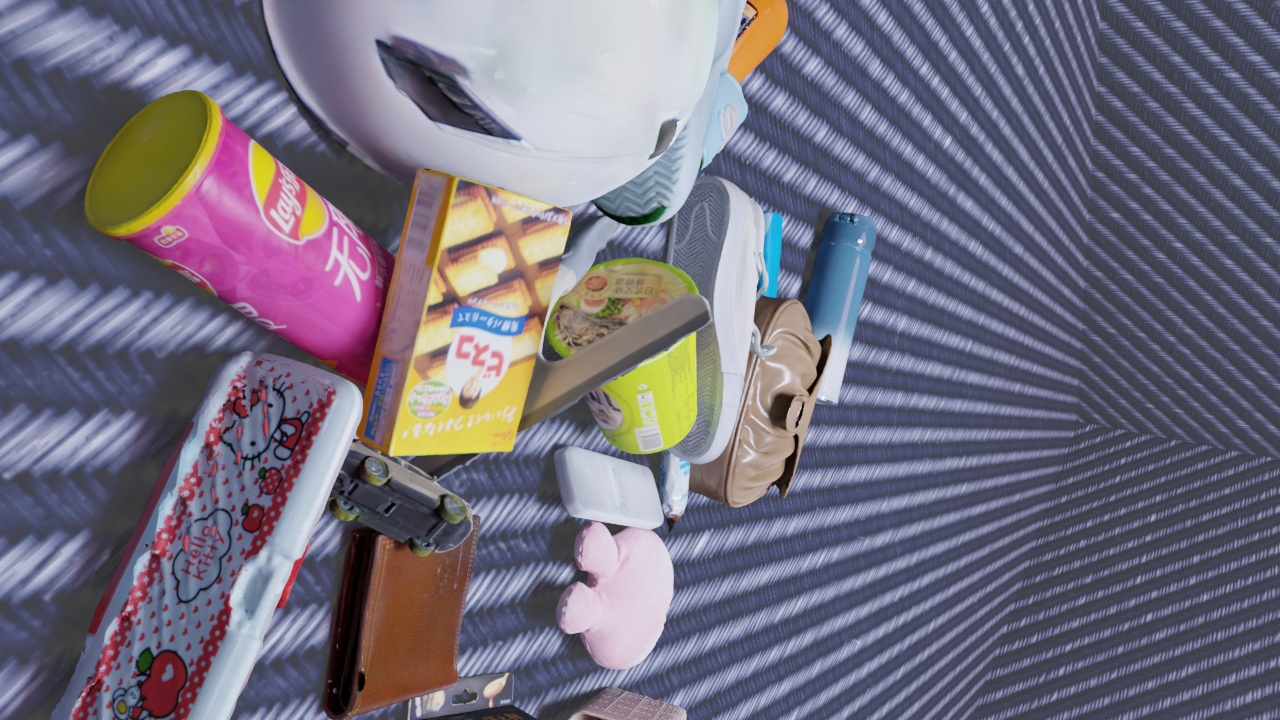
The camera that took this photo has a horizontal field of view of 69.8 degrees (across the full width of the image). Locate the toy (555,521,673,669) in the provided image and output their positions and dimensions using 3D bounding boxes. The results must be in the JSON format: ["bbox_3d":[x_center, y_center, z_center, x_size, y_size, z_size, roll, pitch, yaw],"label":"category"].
[{"bbox_3d":[-0.021,0.190,0.762,0.159,0.054,0.121,47,54,-53],"label":"toy"}]

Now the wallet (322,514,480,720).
[{"bbox_3d":[-0.146,0.159,0.583,0.101,0.032,0.124,3,99,-60],"label":"wallet"}]

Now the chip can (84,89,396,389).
[{"bbox_3d":[-0.159,-0.038,0.461,0.210,0.071,0.071,46,62,-52],"label":"chip can"}]

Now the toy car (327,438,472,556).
[{"bbox_3d":[-0.139,0.079,0.530,0.090,0.042,0.035,34,28,-21],"label":"toy car"}]

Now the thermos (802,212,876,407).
[{"bbox_3d":[0.216,-0.060,1.035,0.070,0.070,0.220,23,81,-57],"label":"thermos"}]

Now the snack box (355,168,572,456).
[{"bbox_3d":[-0.089,-0.021,0.475,0.086,0.034,0.140,6,104,-54],"label":"snack box"}]

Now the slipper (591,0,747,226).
[{"bbox_3d":[0.029,-0.195,0.670,0.074,0.104,0.244,40,58,-41],"label":"slipper"}]

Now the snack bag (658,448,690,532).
[{"bbox_3d":[0.031,0.101,0.830,0.048,0.026,0.104,-115,-154,-76],"label":"snack bag"}]

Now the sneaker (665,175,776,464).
[{"bbox_3d":[0.066,-0.032,0.794,0.090,0.090,0.242,10,85,-52],"label":"sneaker"}]

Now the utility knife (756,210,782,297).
[{"bbox_3d":[0.128,-0.075,0.940,0.034,0.018,0.159,-23,120,-48],"label":"utility knife"}]

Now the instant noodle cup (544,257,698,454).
[{"bbox_3d":[-0.004,0.004,0.692,0.111,0.112,0.123,-55,149,-32],"label":"instant noodle cup"}]

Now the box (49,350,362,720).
[{"bbox_3d":[-0.188,0.100,0.436,0.095,0.102,0.201,36,70,-54],"label":"box"}]

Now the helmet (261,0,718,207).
[{"bbox_3d":[-0.050,-0.187,0.498,0.258,0.146,0.229,-4,107,-51],"label":"helmet"}]

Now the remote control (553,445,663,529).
[{"bbox_3d":[-0.024,0.105,0.743,0.136,0.020,0.055,24,46,-57],"label":"remote control"}]

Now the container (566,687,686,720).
[{"bbox_3d":[-0.013,0.332,0.770,0.111,0.090,0.090,25,77,-77],"label":"container"}]

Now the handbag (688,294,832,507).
[{"bbox_3d":[0.118,0.041,0.883,0.147,0.100,0.204,15,92,-55],"label":"handbag"}]

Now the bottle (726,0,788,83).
[{"bbox_3d":[0.063,-0.247,0.750,0.149,0.067,0.067,-56,142,-19],"label":"bottle"}]

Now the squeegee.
[{"bbox_3d":[-0.050,-0.046,0.598,0.039,0.247,0.245,48,30,-21],"label":"squeegee"}]

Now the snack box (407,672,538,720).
[{"bbox_3d":[-0.126,0.293,0.645,0.113,0.053,0.125,22,87,-57],"label":"snack box"}]
